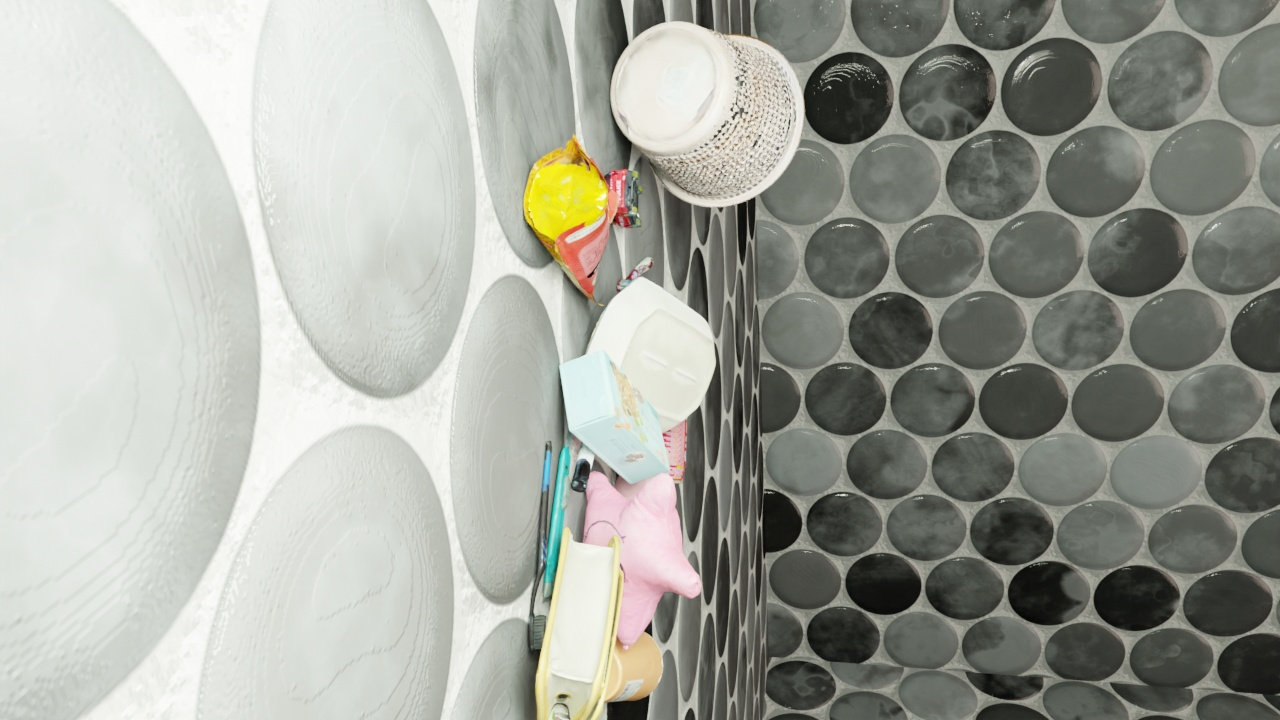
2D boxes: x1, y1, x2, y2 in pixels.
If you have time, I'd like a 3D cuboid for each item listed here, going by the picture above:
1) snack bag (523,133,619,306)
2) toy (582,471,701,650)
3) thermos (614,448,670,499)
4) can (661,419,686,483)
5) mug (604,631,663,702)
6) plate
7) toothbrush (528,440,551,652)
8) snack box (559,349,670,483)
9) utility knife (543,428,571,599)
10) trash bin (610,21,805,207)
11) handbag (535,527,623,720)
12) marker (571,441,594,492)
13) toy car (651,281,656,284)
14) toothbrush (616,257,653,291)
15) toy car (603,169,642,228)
[{"bbox_3d":[-0.052,-0.131,0.886,0.208,0.073,0.128,45,51,-80],"label":"snack bag"},{"bbox_3d":[-0.005,0.199,0.912,0.074,0.195,0.178,2,86,-35],"label":"toy"},{"bbox_3d":[-0.006,0.176,1.080,0.198,0.067,0.087,-75,164,-45],"label":"thermos"},{"bbox_3d":[0.029,0.119,1.238,0.066,0.066,0.093,37,54,-75],"label":"can"},{"bbox_3d":[-0.029,0.328,0.976,0.122,0.078,0.078,37,54,-69],"label":"mug"},{"bbox_3d":[0.023,0.005,1.067,0.265,0.034,0.162,28,84,-59],"label":"plate"},{"bbox_3d":[-0.087,0.166,0.832,0.014,0.016,0.189,74,18,-73],"label":"toothbrush"},{"bbox_3d":[-0.024,0.062,0.941,0.175,0.052,0.074,51,23,-58],"label":"snack box"},{"bbox_3d":[-0.075,0.127,0.886,0.029,0.013,0.208,70,23,-64],"label":"utility knife"},{"bbox_3d":[0.069,-0.315,1.132,0.191,0.228,0.227,-2,93,-65],"label":"trash bin"},{"bbox_3d":[-0.056,0.263,0.836,0.163,0.063,0.179,-81,-179,-47],"label":"handbag"},{"bbox_3d":[-0.053,0.092,0.937,0.023,0.018,0.130,-47,-166,23],"label":"marker"},{"bbox_3d":[0.000,-0.051,1.169,0.049,0.031,0.105,36,65,-64],"label":"toy car"},{"bbox_3d":[-0.002,-0.115,1.206,0.187,0.017,0.016,-51,138,-69],"label":"toothbrush"},{"bbox_3d":[-0.021,-0.185,1.051,0.120,0.045,0.053,34,59,-82],"label":"toy car"}]
